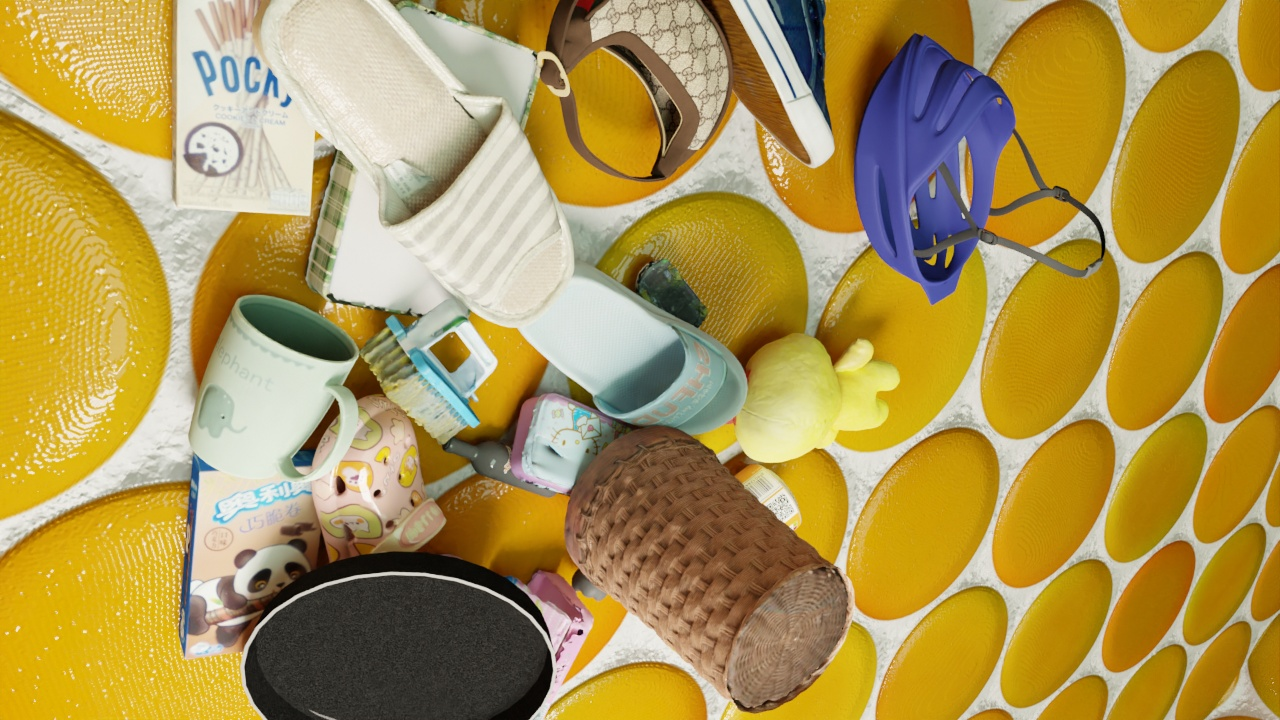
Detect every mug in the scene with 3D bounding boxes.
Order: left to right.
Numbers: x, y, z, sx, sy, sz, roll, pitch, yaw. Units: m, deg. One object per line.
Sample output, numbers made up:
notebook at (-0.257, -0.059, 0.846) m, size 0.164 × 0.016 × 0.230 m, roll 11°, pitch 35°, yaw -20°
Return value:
mug at (-0.237, 0.029, 0.606) m, size 0.104 × 0.111 × 0.084 m, roll -58°, pitch 164°, yaw 12°

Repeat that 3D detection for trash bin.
trash bin at (0.055, 0.159, 0.718) m, size 0.151 × 0.210 × 0.151 m, roll -15°, pitch 119°, yaw -30°

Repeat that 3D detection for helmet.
helmet at (0.297, -0.158, 0.809) m, size 0.147 × 0.228 × 0.242 m, roll -27°, pitch 125°, yaw -34°

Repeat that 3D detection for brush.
brush at (-0.142, 0.013, 0.676) m, size 0.075 × 0.055 × 0.136 m, roll -35°, pitch 155°, yaw -7°

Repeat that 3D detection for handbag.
handbag at (-0.004, -0.207, 0.670) m, size 0.166 × 0.063 × 0.138 m, roll 35°, pitch 77°, yaw -49°

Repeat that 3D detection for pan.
pan at (-0.145, 0.273, 0.724) m, size 0.225 × 0.034 × 0.356 m, roll -28°, pitch 124°, yaw 12°

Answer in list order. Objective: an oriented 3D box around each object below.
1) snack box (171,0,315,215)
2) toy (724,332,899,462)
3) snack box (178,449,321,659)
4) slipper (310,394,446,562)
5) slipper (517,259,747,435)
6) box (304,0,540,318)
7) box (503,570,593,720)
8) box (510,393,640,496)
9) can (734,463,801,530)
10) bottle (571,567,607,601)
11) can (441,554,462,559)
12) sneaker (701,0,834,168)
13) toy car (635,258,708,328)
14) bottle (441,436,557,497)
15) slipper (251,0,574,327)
snack box at (-0.243, -0.167, 0.566) m, size 0.081 × 0.026 × 0.150 m, roll -3°, pitch 113°, yaw -33°
toy at (0.168, 0.039, 0.897) m, size 0.207 × 0.092 × 0.134 m, roll -7°, pitch 117°, yaw -35°
snack box at (-0.283, 0.140, 0.670) m, size 0.087 × 0.034 × 0.151 m, roll 1°, pitch 109°, yaw -35°
slipper at (-0.183, 0.119, 0.686) m, size 0.093 × 0.081 × 0.198 m, roll -49°, pitch 149°, yaw -55°
slipper at (-0.004, 0.004, 0.761) m, size 0.104 × 0.074 × 0.245 m, roll -43°, pitch 129°, yaw 17°
box at (-0.150, -0.131, 0.633) m, size 0.117 × 0.050 × 0.206 m, roll 7°, pitch 107°, yaw -39°
box at (-0.132, 0.300, 0.813) m, size 0.076 × 0.085 × 0.230 m, roll 23°, pitch 96°, yaw -37°
box at (-0.020, 0.093, 0.808) m, size 0.214 × 0.036 × 0.076 m, roll 26°, pitch 66°, yaw -40°
can at (0.084, 0.170, 0.905) m, size 0.142 × 0.079 × 0.079 m, roll -35°, pitch 126°, yaw -17°
bottle at (-0.028, 0.166, 0.850) m, size 0.036 × 0.036 × 0.109 m, roll 31°, pitch 80°, yaw -39°
can at (-0.158, 0.206, 0.758) m, size 0.067 × 0.076 × 0.067 m, roll -14°, pitch 117°, yaw -29°
sneaker at (0.106, -0.290, 0.701) m, size 0.127 × 0.120 × 0.295 m, roll -33°, pitch 123°, yaw -3°
toy car at (0.025, -0.054, 0.797) m, size 0.038 × 0.027 × 0.090 m, roll -43°, pitch 131°, yaw -1°
bottle at (-0.116, 0.085, 0.762) m, size 0.113 × 0.030 × 0.030 m, roll 27°, pitch 94°, yaw -39°
slipper at (-0.129, -0.126, 0.587) m, size 0.114 × 0.054 × 0.273 m, roll -48°, pitch 129°, yaw -15°
